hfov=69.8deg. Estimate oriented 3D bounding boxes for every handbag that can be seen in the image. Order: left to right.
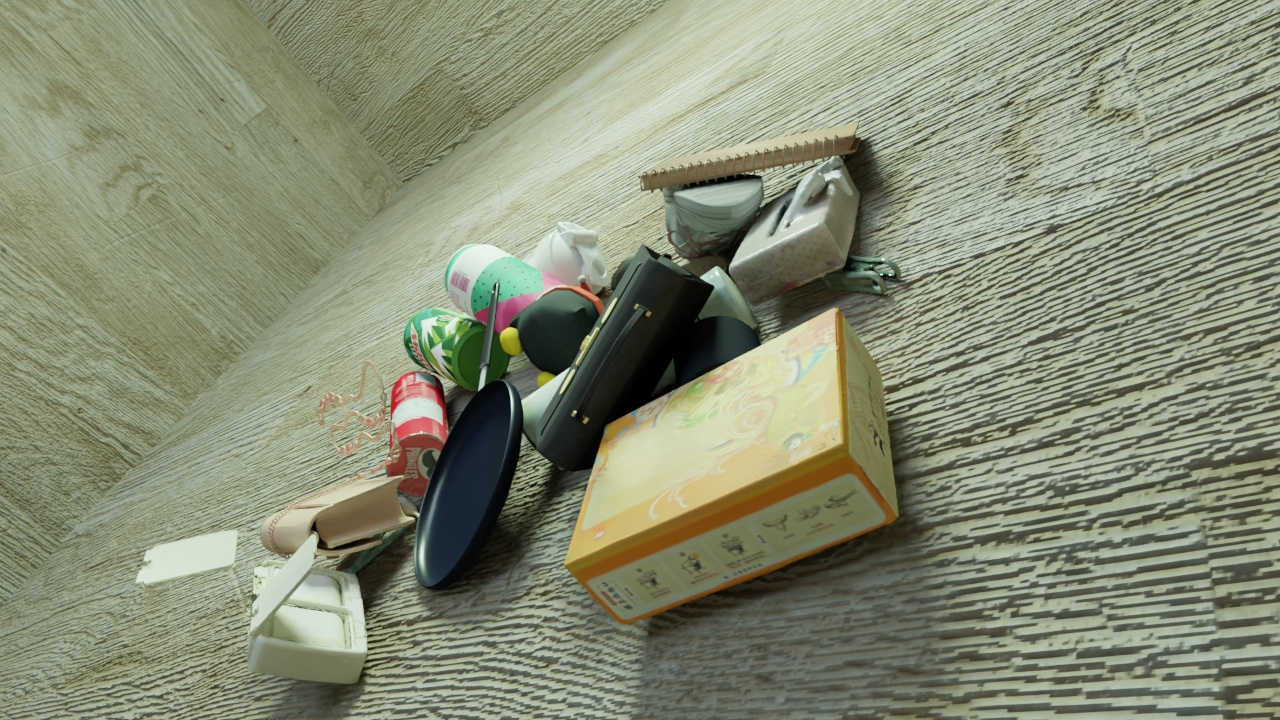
[{"bbox_3d":[-0.339,0.113,0.955,0.116,0.187,0.199,-15,1,-39],"label":"handbag"},{"bbox_3d":[-0.019,0.002,0.691,0.176,0.072,0.195,-60,-1,6],"label":"handbag"}]

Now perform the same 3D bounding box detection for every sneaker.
[{"bbox_3d":[0.074,-0.141,0.950,0.099,0.089,0.236,-12,16,-3],"label":"sneaker"}]

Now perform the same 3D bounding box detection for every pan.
[{"bbox_3d":[-0.156,0.052,0.892,0.199,0.021,0.355,-44,33,40],"label":"pan"}]

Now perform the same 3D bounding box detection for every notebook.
[{"bbox_3d":[0.115,-0.208,0.942,0.211,0.022,0.168,-7,16,18],"label":"notebook"}]

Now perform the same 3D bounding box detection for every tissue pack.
[{"bbox_3d":[0.142,-0.126,0.817,0.104,0.071,0.180,-26,14,30],"label":"tissue pack"}]

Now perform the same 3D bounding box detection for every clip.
[{"bbox_3d":[0.179,-0.070,0.743,0.047,0.023,0.076,-46,22,-10],"label":"clip"}]

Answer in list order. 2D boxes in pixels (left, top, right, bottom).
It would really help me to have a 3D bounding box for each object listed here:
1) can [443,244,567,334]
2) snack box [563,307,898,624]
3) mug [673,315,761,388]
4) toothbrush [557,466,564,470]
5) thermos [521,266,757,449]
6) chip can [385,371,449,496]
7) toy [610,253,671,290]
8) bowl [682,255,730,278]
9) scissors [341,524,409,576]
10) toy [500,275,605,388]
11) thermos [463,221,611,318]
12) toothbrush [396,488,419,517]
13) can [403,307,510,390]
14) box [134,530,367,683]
[{"bbox_3d":[-0.152,-0.074,1.078,0.166,0.088,0.088,30,68,33],"label":"can"},{"bbox_3d":[0.062,0.072,0.587,0.196,0.080,0.144,-28,25,26],"label":"snack box"},{"bbox_3d":[0.054,0.027,0.710,0.105,0.071,0.077,-56,17,23],"label":"mug"},{"bbox_3d":[-0.001,0.047,0.810,0.187,0.017,0.012,-33,21,17],"label":"toothbrush"},{"bbox_3d":[-0.005,0.005,0.831,0.230,0.068,0.067,-33,24,13],"label":"thermos"},{"bbox_3d":[-0.261,0.078,1.081,0.073,0.073,0.233,-40,22,0],"label":"chip can"},{"bbox_3d":[0.009,-0.090,0.990,0.076,0.062,0.100,-10,-7,-26],"label":"toy"},{"bbox_3d":[0.045,-0.055,0.908,0.118,0.030,0.117,-33,24,16],"label":"bowl"},{"bbox_3d":[-0.304,0.231,0.946,0.172,0.014,0.158,-38,22,-3],"label":"scissors"},{"bbox_3d":[-0.074,-0.032,0.978,0.100,0.097,0.119,-46,-5,27],"label":"toy"},{"bbox_3d":[-0.137,-0.094,1.177,0.221,0.099,0.099,-27,26,37],"label":"thermos"},{"bbox_3d":[-0.256,0.157,0.992,0.186,0.022,0.024,7,67,61],"label":"toothbrush"},{"bbox_3d":[-0.235,-0.017,1.162,0.144,0.083,0.083,18,60,48],"label":"can"},{"bbox_3d":[-0.326,0.186,0.795,0.143,0.194,0.101,38,109,62],"label":"box"}]
